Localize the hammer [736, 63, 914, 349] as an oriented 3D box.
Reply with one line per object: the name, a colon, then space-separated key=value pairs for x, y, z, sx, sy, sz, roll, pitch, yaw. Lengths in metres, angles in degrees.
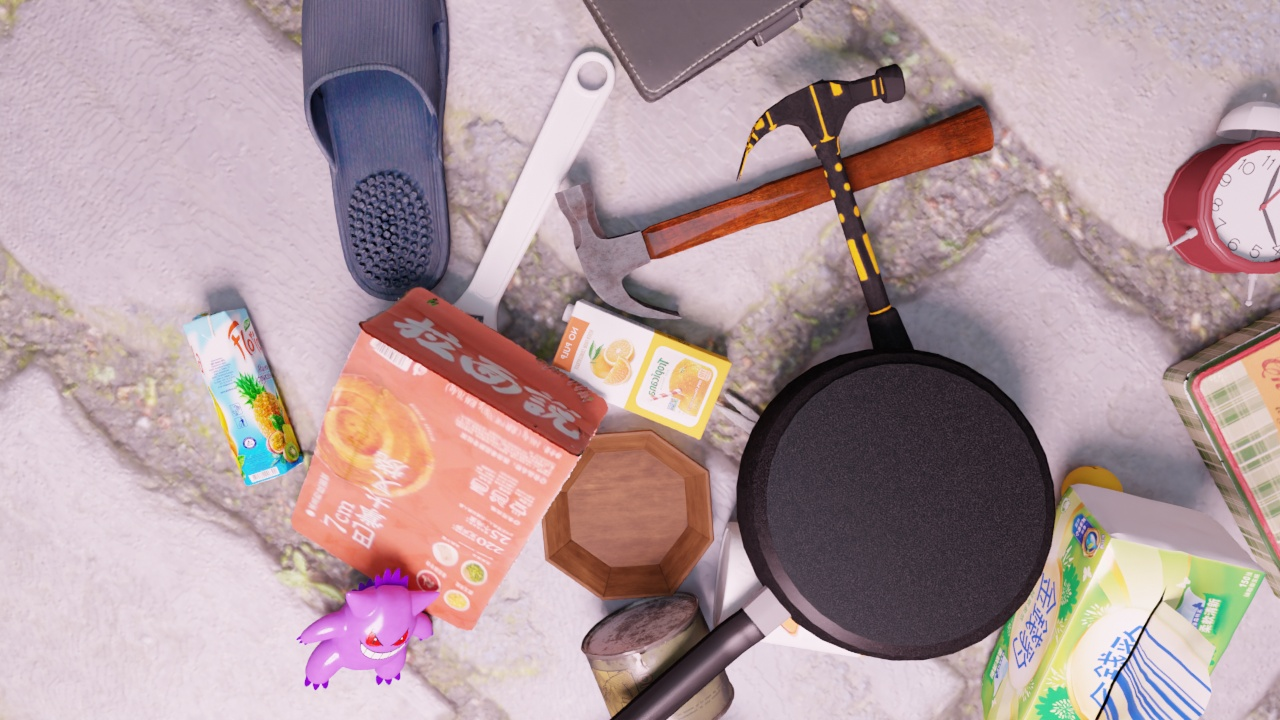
hammer: x=0.163 y=-0.034 z=0.635 sx=0.123 sy=0.036 sz=0.320 roll=-20 pitch=101 yaw=2

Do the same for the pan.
pan: x=0.108 y=0.140 z=0.589 sx=0.355 sy=0.044 sz=0.204 roll=-40 pitch=85 yaw=-4

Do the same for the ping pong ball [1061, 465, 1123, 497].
ping pong ball: x=0.324 y=0.096 z=0.658 sx=0.040 sy=0.040 sz=0.040 roll=0 pitch=96 yaw=1

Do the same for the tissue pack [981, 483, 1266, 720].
tissue pack: x=0.316 y=0.202 z=0.600 sx=0.120 sy=0.141 sz=0.198 roll=8 pitch=111 yaw=2

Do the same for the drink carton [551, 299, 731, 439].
drink carton: x=-0.004 y=0.004 z=0.656 sx=0.122 sy=0.040 sz=0.058 roll=22 pitch=96 yaw=-1

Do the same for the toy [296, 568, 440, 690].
toy: x=-0.195 y=0.191 z=0.667 sx=0.106 sy=0.056 sz=0.088 roll=12 pitch=129 yaw=-41

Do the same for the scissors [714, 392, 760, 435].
scissors: x=0.119 y=0.078 z=0.672 sx=0.126 sy=0.019 sz=0.144 roll=-13 pitch=94 yaw=3

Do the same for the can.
can: x=0.013 y=0.219 z=0.654 sx=0.090 sy=0.090 sz=0.074 roll=-21 pitch=96 yaw=3

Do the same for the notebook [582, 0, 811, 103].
notebook: x=0.052 y=-0.298 z=0.630 sx=0.209 sy=0.029 sz=0.169 roll=-32 pitch=93 yaw=8

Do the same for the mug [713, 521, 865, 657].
mug: x=0.109 y=0.161 z=0.650 sx=0.105 sy=0.082 sz=0.082 roll=8 pitch=96 yaw=1

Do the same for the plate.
plate: x=-0.010 y=0.112 z=0.675 sx=0.131 sy=0.025 sz=0.131 roll=0 pitch=96 yaw=2

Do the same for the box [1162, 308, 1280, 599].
box: x=0.472 y=0.072 z=0.649 sx=0.118 sy=0.050 sz=0.205 roll=-28 pitch=94 yaw=3

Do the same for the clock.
clock: x=0.423 y=-0.115 z=0.629 sx=0.096 sy=0.048 sz=0.138 roll=34 pitch=97 yaw=-2

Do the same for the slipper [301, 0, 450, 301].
slipper: x=-0.184 y=-0.171 z=0.622 sx=0.101 sy=0.082 sz=0.263 roll=-3 pitch=97 yaw=4

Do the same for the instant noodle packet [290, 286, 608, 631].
instant noodle packet: x=-0.148 y=0.086 z=0.643 sx=0.164 sy=0.083 sz=0.221 roll=31 pitch=116 yaw=-1

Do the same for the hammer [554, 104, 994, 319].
hammer: x=0.100 y=-0.114 z=0.644 sx=0.301 sy=0.028 sz=0.111 roll=-19 pitch=102 yaw=1

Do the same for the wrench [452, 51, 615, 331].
wrench: x=-0.089 y=-0.095 z=0.660 sx=0.066 sy=0.018 sz=0.273 roll=27 pitch=95 yaw=-1

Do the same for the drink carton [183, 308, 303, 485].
drink carton: x=-0.286 y=0.024 z=0.664 sx=0.038 sy=0.044 sz=0.129 roll=-18 pitch=97 yaw=3
